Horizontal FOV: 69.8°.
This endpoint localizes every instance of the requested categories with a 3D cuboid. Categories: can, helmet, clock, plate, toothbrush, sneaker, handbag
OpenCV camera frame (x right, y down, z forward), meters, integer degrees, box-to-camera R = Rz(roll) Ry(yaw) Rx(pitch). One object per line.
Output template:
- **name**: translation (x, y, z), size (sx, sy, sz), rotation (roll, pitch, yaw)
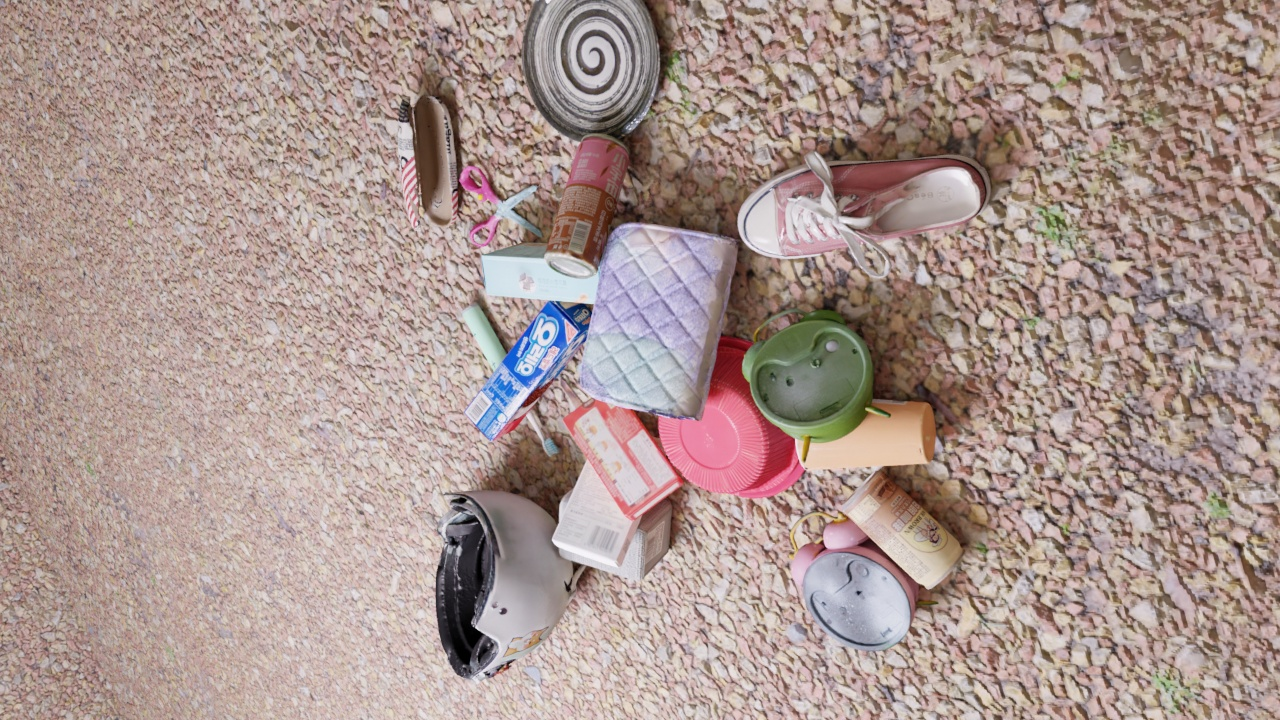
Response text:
- **can**: translation (-0.055, -0.162, 0.968), size (0.058, 0.058, 0.147), rotation (5, 71, 33)
- **helmet**: translation (-0.174, 0.286, 1.205), size (0.275, 0.156, 0.229), rotation (110, 147, -43)
- **clock**: translation (0.163, 0.011, 0.893), size (0.116, 0.056, 0.161), rotation (-29, 53, 7)
- **clock**: translation (0.224, 0.229, 0.976), size (0.158, 0.059, 0.117), rotation (45, 128, 10)
- **plate**: translation (-0.050, -0.320, 0.974), size (0.180, 0.024, 0.180), rotation (13, 113, 32)
- **toothbrush**: translation (-0.168, 0.027, 1.188), size (0.027, 0.026, 0.224), rotation (-29, 90, 33)
- **toothbrush**: translation (-0.110, 0.330, 1.266), size (0.026, 0.026, 0.222), rotation (18, 127, -18)
- **sneaker**: translation (0.189, -0.138, 0.838), size (0.242, 0.087, 0.118), rotation (-3, 107, 34)
- **can**: translation (0.264, 0.169, 0.925), size (0.116, 0.058, 0.059), rotation (44, 127, 12)
- **handbag**: translation (0.020, -0.042, 0.954), size (0.134, 0.075, 0.194), rotation (12, 90, 22)

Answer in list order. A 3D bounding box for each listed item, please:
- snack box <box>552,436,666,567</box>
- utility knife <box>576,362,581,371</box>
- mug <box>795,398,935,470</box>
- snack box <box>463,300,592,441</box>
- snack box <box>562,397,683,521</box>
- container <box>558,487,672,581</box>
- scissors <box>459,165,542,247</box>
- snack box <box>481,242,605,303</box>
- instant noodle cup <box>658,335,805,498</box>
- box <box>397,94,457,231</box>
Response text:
- **snack box**: translation (-0.034, 0.155, 1.072), size (0.085, 0.156, 0.027), rotation (14, 155, 22)
- **utility knife**: translation (-0.013, -0.050, 1.056), size (0.031, 0.022, 0.221), rotation (49, 121, 10)
- **mug**: translation (0.224, 0.071, 0.908), size (0.123, 0.078, 0.078), rotation (-3, 106, 30)
- **snack box**: translation (-0.134, 0.009, 1.118), size (0.057, 0.058, 0.208), rotation (45, 118, 10)
- **snack box**: translation (-0.022, 0.104, 1.062), size (0.075, 0.025, 0.153), rotation (-37, 58, 1)
- **container**: translation (-0.028, 0.205, 1.124), size (0.114, 0.090, 0.090), rotation (15, 117, 26)
- **scissors**: translation (-0.173, -0.180, 1.119), size (0.133, 0.017, 0.130), rotation (36, 122, 14)
- **snack box**: translation (-0.094, -0.102, 1.056), size (0.175, 0.074, 0.052), rotation (7, 112, 33)
- **instant noodle cup**: translation (0.089, 0.074, 1.005), size (0.194, 0.065, 0.194), rotation (14, 116, 31)
- **box**: translation (-0.257, -0.245, 1.135), size (0.075, 0.083, 0.163), rotation (-132, 36, -64)
